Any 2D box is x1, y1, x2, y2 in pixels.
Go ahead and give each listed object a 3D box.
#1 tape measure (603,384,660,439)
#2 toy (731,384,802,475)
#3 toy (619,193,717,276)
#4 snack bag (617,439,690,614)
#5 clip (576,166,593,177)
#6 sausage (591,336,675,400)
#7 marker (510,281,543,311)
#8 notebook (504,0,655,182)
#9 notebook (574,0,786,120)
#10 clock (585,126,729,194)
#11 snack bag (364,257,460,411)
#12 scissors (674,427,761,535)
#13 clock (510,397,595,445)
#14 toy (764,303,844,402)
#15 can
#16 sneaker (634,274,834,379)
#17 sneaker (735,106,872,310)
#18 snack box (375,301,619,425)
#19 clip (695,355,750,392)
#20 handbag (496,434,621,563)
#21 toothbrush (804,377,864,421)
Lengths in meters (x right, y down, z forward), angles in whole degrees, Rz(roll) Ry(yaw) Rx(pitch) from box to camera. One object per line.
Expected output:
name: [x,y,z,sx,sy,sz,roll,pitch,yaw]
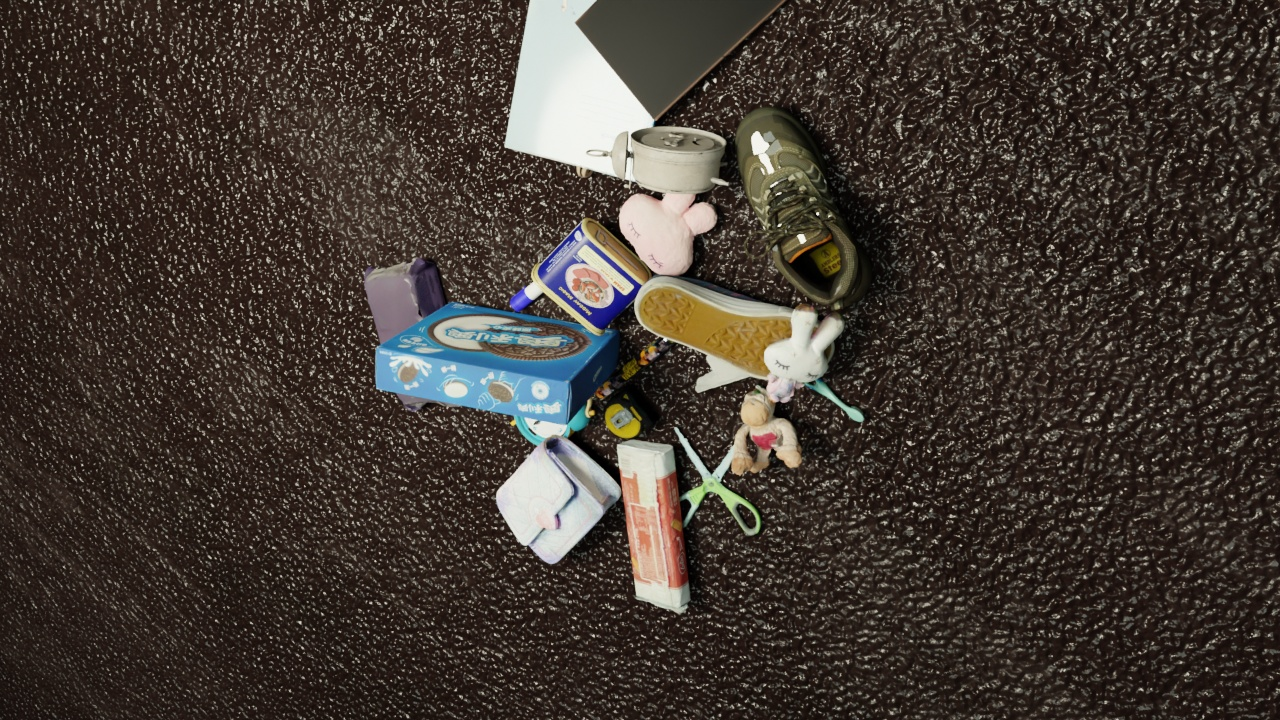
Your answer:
tape measure: [-0.017,0.070,1.167,0.061,0.034,0.061,-40,90,29]
toy: [0.151,0.079,1.085,0.085,0.074,0.106,-13,78,32]
toy: [0.034,-0.157,1.065,0.105,0.053,0.108,-40,97,15]
snack bag: [0.019,0.214,1.192,0.078,0.041,0.225,6,112,39]
clip: [-0.058,-0.248,1.084,0.052,0.026,0.059,-24,90,23]
sausage: [-0.007,0.007,1.150,0.156,0.020,0.020,-39,91,27]
marker: [-0.110,-0.108,1.152,0.142,0.020,0.020,-35,93,27]
notebook: [-0.053,-0.347,1.041,0.181,0.009,0.254,17,107,15]
notebook: [0.048,-0.384,0.989,0.209,0.008,0.141,-39,91,20]
clock: [0.018,-0.217,1.006,0.157,0.103,0.061,5,118,1]
snack bag: [-0.303,-0.031,1.230,0.096,0.058,0.205,-8,104,22]
scissors: [0.088,0.158,1.168,0.173,0.023,0.171,-35,91,32]
clock: [-0.117,0.063,1.201,0.099,0.043,0.130,43,124,3]
toy: [0.176,-0.005,1.012,0.079,0.038,0.123,11,118,-27]
can: [-0.056,-0.101,1.100,0.116,0.056,0.092,40,116,-16]
sneaker: [0.106,-0.043,1.059,0.235,0.079,0.088,16,111,-7]
sneaker: [0.157,-0.149,0.967,0.101,0.142,0.238,-28,96,27]
snack box: [-0.165,-0.002,1.101,0.239,0.195,0.056,10,111,12]
clip: [0.105,-0.002,1.110,0.102,0.045,0.055,-18,107,24]
handbag: [-0.117,0.184,1.212,0.126,0.069,0.159,43,130,1]
toothbrush: [0.207,0.029,1.080,0.135,0.017,0.022,37,117,9]
